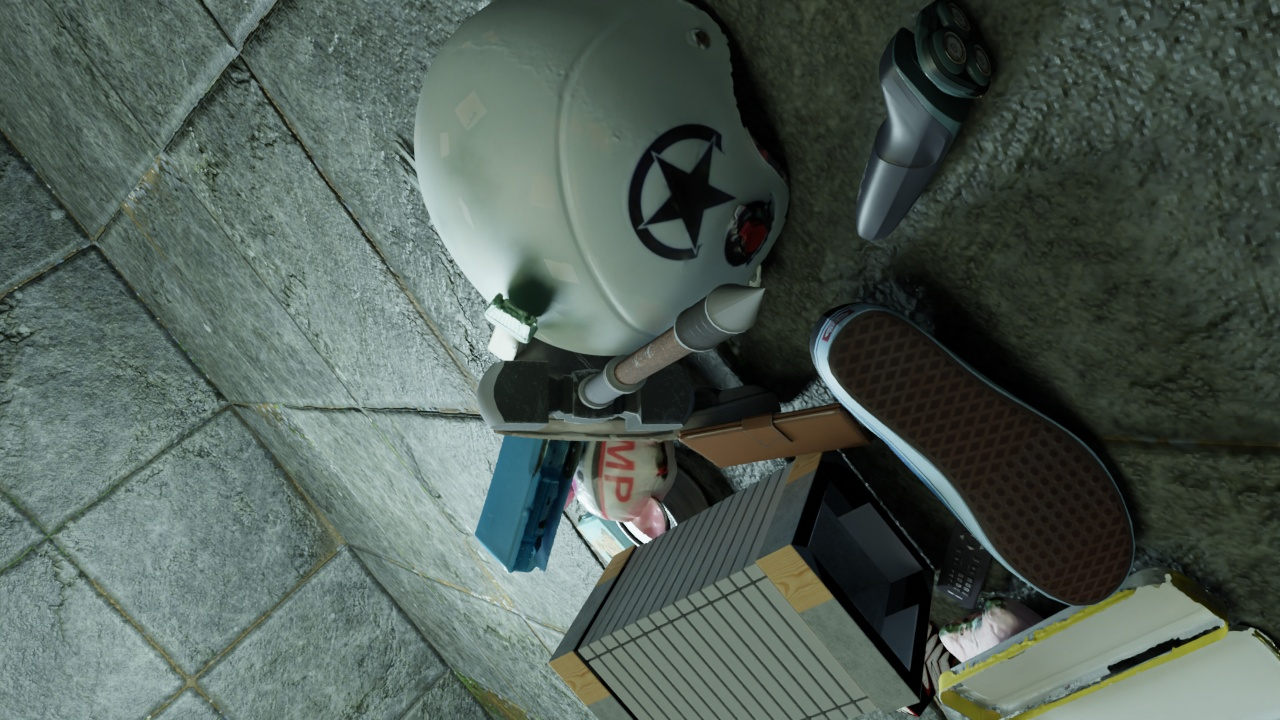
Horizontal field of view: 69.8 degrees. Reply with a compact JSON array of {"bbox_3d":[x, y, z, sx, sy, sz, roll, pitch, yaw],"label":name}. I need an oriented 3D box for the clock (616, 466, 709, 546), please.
[{"bbox_3d":[0.009,0.140,0.937,0.148,0.056,0.104,43,141,6],"label":"clock"}]

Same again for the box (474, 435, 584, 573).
[{"bbox_3d":[-0.090,0.075,0.851,0.048,0.231,0.093,14,-176,-33],"label":"box"}]

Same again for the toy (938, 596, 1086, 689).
[{"bbox_3d":[0.279,0.215,0.681,0.093,0.050,0.103,35,153,8],"label":"toy"}]

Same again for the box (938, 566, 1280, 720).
[{"bbox_3d":[0.308,0.217,0.608,0.129,0.038,0.210,40,133,3],"label":"box"}]

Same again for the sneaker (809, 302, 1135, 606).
[{"bbox_3d":[0.202,0.048,0.574,0.241,0.083,0.098,42,-174,-5],"label":"sneaker"}]

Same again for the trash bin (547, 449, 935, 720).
[{"bbox_3d":[0.080,0.204,0.729,0.248,0.142,0.142,-35,98,32],"label":"trash bin"}]

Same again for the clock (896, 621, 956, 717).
[{"bbox_3d":[0.198,0.251,0.817,0.154,0.064,0.115,44,151,4],"label":"clock"}]

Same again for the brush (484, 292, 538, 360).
[{"bbox_3d":[-0.091,-0.016,0.625,0.033,0.012,0.218,35,169,-5],"label":"brush"}]

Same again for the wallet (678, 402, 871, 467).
[{"bbox_3d":[0.099,0.056,0.667,0.121,0.013,0.087,-12,155,24],"label":"wallet"}]

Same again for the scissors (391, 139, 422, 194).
[{"bbox_3d":[-0.165,-0.116,0.887,0.225,0.016,0.162,41,153,16],"label":"scissors"}]

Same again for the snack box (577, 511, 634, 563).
[{"bbox_3d":[0.010,0.233,1.058,0.174,0.053,0.075,49,152,-3],"label":"snack box"}]

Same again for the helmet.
[{"bbox_3d":[-0.044,-0.100,0.598,0.237,0.163,0.264,22,144,39],"label":"helmet"}]

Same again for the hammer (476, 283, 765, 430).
[{"bbox_3d":[0.002,0.001,0.518,0.323,0.156,0.043,148,122,-70],"label":"hammer"}]

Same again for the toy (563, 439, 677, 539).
[{"bbox_3d":[-0.047,0.081,0.889,0.213,0.084,0.142,12,93,42],"label":"toy"}]

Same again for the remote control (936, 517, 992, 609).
[{"bbox_3d":[0.241,0.134,0.665,0.032,0.015,0.137,28,145,30],"label":"remote control"}]

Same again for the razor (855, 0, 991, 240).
[{"bbox_3d":[0.135,-0.113,0.470,0.052,0.047,0.143,16,149,4],"label":"razor"}]

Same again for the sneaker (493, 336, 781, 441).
[{"bbox_3d":[-0.004,0.005,0.740,0.235,0.095,0.120,2,89,21],"label":"sneaker"}]
